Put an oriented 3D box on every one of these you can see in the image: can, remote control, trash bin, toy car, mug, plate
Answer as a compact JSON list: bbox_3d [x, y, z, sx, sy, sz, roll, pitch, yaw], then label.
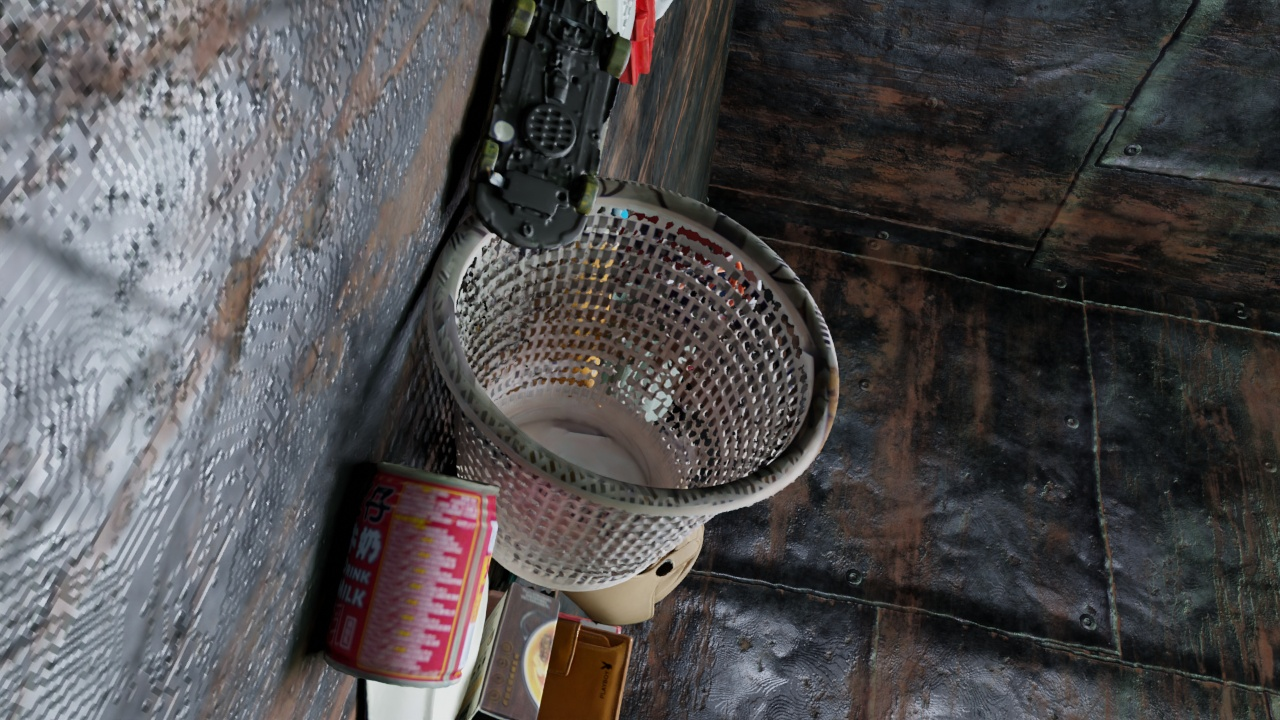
[{"bbox_3d":[-0.107,0.100,0.437,0.066,0.066,0.093,71,31,-81],"label":"can"},{"bbox_3d":[-0.056,-0.043,0.764,0.058,0.058,0.146,-61,162,-75],"label":"can"},{"bbox_3d":[-0.014,-0.263,0.609,0.150,0.021,0.058,96,7,-68],"label":"remote control"},{"bbox_3d":[-0.024,0.034,0.557,0.193,0.227,0.226,115,-8,-49],"label":"trash bin"},{"bbox_3d":[-0.052,-0.134,0.505,0.042,0.070,0.158,-23,-127,65],"label":"toy car"},{"bbox_3d":[-0.005,0.005,0.798,0.123,0.084,0.104,-56,169,-48],"label":"mug"},{"bbox_3d":[-0.129,0.181,0.581,0.164,0.034,0.164,-71,171,-65],"label":"plate"}]

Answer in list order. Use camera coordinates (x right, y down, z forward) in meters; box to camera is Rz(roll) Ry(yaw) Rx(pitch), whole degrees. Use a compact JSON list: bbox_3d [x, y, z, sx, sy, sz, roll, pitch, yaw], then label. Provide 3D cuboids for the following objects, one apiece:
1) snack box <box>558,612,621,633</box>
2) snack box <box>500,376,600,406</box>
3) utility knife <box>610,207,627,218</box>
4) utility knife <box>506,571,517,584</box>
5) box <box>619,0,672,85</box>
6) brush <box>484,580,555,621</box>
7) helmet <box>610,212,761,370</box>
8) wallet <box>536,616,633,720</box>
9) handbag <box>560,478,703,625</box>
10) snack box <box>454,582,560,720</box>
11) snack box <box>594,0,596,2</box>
[{"bbox_3d":[-0.088,0.317,0.915,0.044,0.113,0.127,88,14,-76],"label":"snack box"},{"bbox_3d":[-0.075,0.078,0.710,0.093,0.077,0.094,93,9,-60],"label":"snack box"},{"bbox_3d":[-0.042,-0.081,1.085,0.034,0.018,0.208,-34,137,-67],"label":"utility knife"},{"bbox_3d":[-0.112,0.183,0.910,0.177,0.013,0.029,-70,174,-60],"label":"utility knife"},{"bbox_3d":[0.009,-0.364,0.830,0.201,0.050,0.160,85,25,-72],"label":"box"},{"bbox_3d":[-0.114,0.269,0.802,0.073,0.063,0.146,-78,179,-69],"label":"brush"},{"bbox_3d":[0.007,-0.062,0.968,0.240,0.144,0.207,-50,162,3],"label":"helmet"},{"bbox_3d":[-0.078,0.292,0.869,0.035,0.131,0.119,18,82,-81],"label":"wallet"},{"bbox_3d":[-0.011,0.165,0.830,0.147,0.100,0.204,-45,149,-12],"label":"handbag"},{"bbox_3d":[-0.112,0.245,0.669,0.113,0.053,0.125,-56,-164,39],"label":"snack box"},{"bbox_3d":[-0.038,-0.275,0.595,0.077,0.027,0.155,82,20,-78],"label":"snack box"}]
